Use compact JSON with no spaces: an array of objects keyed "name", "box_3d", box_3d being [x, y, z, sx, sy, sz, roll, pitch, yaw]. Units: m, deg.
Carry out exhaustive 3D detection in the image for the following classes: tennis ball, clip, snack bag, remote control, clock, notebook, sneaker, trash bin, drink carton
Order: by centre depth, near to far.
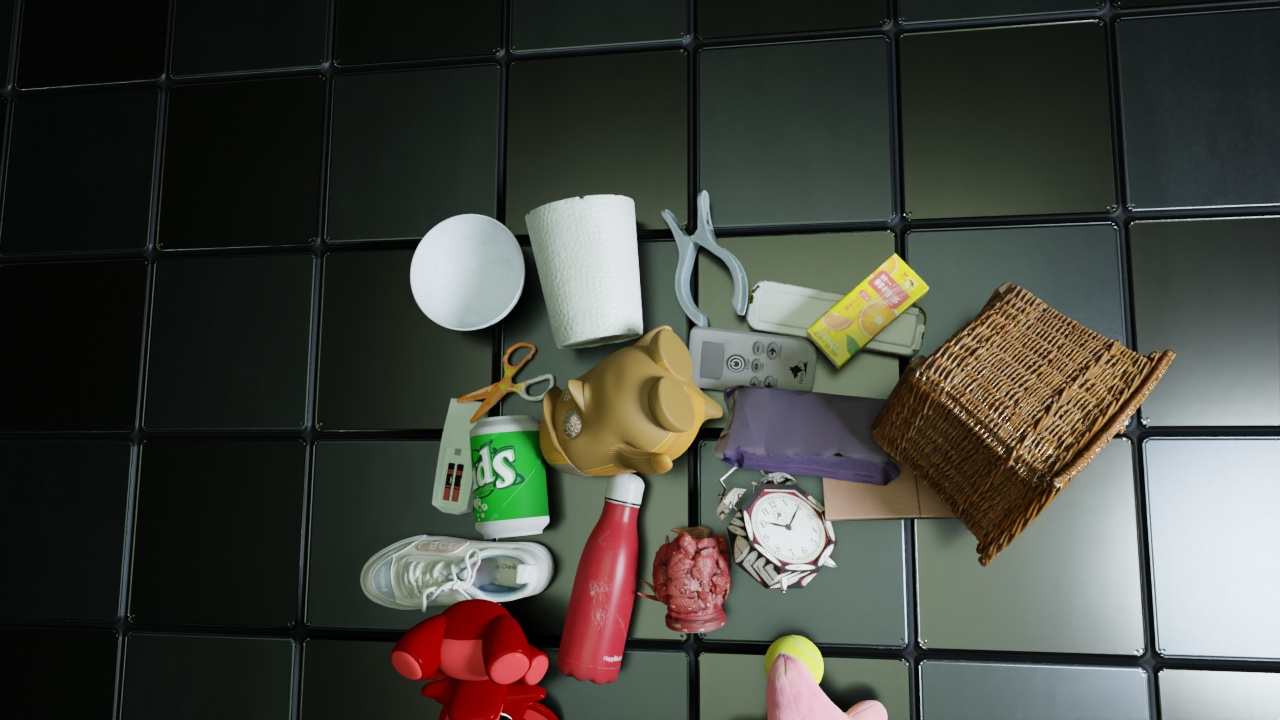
[{"name":"tennis ball","box_3d":[0.172,0.341,1.027,0.065,0.065,0.065,-1,82,9]},{"name":"notebook","box_3d":[0.311,0.112,1.038,0.209,0.008,0.141,-3,60,9]},{"name":"snack bag","box_3d":[0.191,0.079,1.039,0.205,0.058,0.096,5,62,12]},{"name":"clock","box_3d":[0.145,0.186,1.040,0.114,0.065,0.154,-17,60,-31]},{"name":"drink carton","box_3d":[0.259,-0.056,1.048,0.134,0.043,0.058,-41,79,4]},{"name":"remote control","box_3d":[0.131,0.004,1.088,0.151,0.019,0.074,7,109,10]},{"name":"sneaker","box_3d":[-0.229,0.253,1.094,0.242,0.090,0.089,-5,83,9]},{"name":"trash bin","box_3d":[-0.061,-0.102,1.098,0.133,0.133,0.161,-10,86,8]},{"name":"clip","box_3d":[0.056,-0.113,1.124,0.128,0.028,0.167,-25,74,23]},{"name":"remote control","box_3d":[-0.226,0.120,1.144,0.049,0.024,0.143,7,83,10]}]

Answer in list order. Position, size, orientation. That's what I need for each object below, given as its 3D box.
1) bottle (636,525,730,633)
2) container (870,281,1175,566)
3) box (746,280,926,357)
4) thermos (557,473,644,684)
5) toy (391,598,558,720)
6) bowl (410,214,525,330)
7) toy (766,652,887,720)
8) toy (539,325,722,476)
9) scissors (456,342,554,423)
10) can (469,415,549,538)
[{"name":"bottle","box_3d":[0.053,0.247,1.053,0.099,0.099,0.111,-3,92,9]},{"name":"container","box_3d":[0.379,0.049,0.947,0.249,0.163,0.183,-35,65,-31]},{"name":"box","box_3d":[0.231,-0.051,1.088,0.209,0.033,0.064,10,87,12]},{"name":"thermos","box_3d":[-0.039,0.249,1.071,0.073,0.073,0.239,11,83,11]},{"name":"toy","box_3d":[-0.180,0.364,1.038,0.158,0.120,0.197,-3,124,7]},{"name":"bowl","box_3d":[-0.205,-0.103,1.145,0.144,0.074,0.144,-1,82,9]},{"name":"toy","box_3d":[0.176,0.411,0.984,0.192,0.096,0.237,-16,109,1]},{"name":"toy","box_3d":[-0.033,0.061,1.054,0.204,0.162,0.198,-25,44,29]},{"name":"scissors","box_3d":[-0.165,0.041,1.145,0.097,0.012,0.133,41,82,10]},{"name":"can","box_3d":[-0.157,0.139,1.098,0.088,0.088,0.139,-7,81,8]}]
